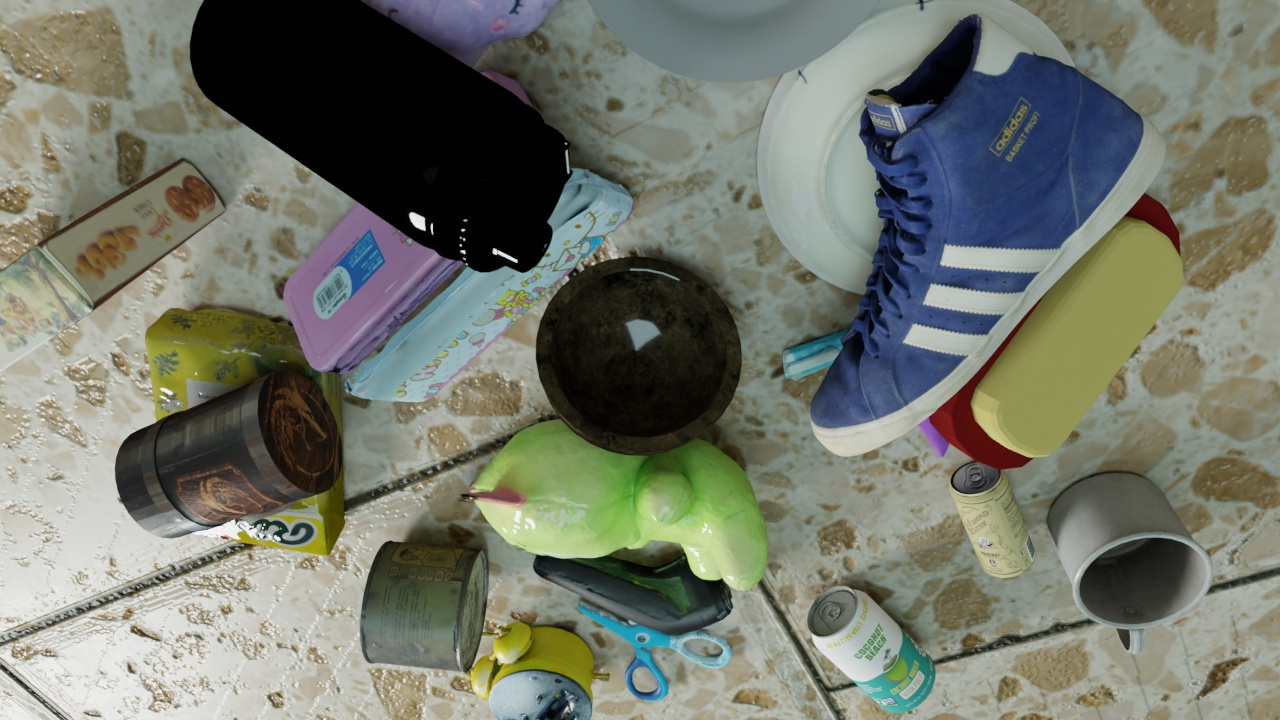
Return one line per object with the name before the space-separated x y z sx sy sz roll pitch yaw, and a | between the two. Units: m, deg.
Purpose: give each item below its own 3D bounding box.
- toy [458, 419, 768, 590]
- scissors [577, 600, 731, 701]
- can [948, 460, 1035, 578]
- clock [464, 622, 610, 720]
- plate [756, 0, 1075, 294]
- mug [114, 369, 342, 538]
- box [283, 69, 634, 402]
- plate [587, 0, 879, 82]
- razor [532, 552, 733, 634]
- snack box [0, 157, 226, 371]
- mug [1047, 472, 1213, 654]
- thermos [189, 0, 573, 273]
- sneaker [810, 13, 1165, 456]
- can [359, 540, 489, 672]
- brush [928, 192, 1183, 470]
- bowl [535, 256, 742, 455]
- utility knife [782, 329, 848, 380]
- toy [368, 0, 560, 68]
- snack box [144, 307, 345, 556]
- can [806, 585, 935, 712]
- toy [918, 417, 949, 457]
toy | -0.017 0.088 0.605 0.197 0.150 0.107 20 78 -4
scissors | -0.002 0.232 0.745 0.140 0.013 0.118 28 117 -15
can | 0.243 0.109 0.633 0.038 0.038 0.079 -22 117 17
clock | -0.089 0.255 0.739 0.118 0.057 0.083 28 120 -12
plate | 0.157 -0.109 0.511 0.182 0.034 0.183 2 121 4
mug | -0.250 0.070 0.589 0.107 0.079 0.116 -19 143 12
box | -0.114 -0.067 0.565 0.215 0.091 0.090 -39 68 24
plate | 0.047 -0.231 0.456 0.178 0.012 0.179 3 119 6
razor | -0.004 0.161 0.688 0.151 0.054 0.067 16 93 4
snack box | -0.335 -0.046 0.530 0.147 0.143 0.041 -26 115 18
mug | 0.328 0.139 0.624 0.084 0.070 0.113 -7 120 9
thermos | -0.119 -0.116 0.455 0.198 0.085 0.086 34 121 15
sneaker | 0.132 -0.060 0.468 0.118 0.091 0.234 32 118 -19
can | -0.159 0.182 0.683 0.074 0.089 0.090 5 121 3
brush | 0.239 -0.015 0.517 0.082 0.042 0.173 31 97 -28
bowl | -0.003 0.003 0.562 0.121 0.121 0.056 12 161 -2
utility knife | 0.167 -0.021 0.574 0.167 0.015 0.022 -19 118 18
toy | -0.096 -0.194 0.482 0.100 0.036 0.080 -32 104 22
snack box | -0.272 0.053 0.641 0.121 0.045 0.181 10 122 -1
can | 0.175 0.219 0.695 0.055 0.054 0.101 -36 112 23
toy | 0.192 0.013 0.568 0.106 0.056 0.088 18 113 -29
